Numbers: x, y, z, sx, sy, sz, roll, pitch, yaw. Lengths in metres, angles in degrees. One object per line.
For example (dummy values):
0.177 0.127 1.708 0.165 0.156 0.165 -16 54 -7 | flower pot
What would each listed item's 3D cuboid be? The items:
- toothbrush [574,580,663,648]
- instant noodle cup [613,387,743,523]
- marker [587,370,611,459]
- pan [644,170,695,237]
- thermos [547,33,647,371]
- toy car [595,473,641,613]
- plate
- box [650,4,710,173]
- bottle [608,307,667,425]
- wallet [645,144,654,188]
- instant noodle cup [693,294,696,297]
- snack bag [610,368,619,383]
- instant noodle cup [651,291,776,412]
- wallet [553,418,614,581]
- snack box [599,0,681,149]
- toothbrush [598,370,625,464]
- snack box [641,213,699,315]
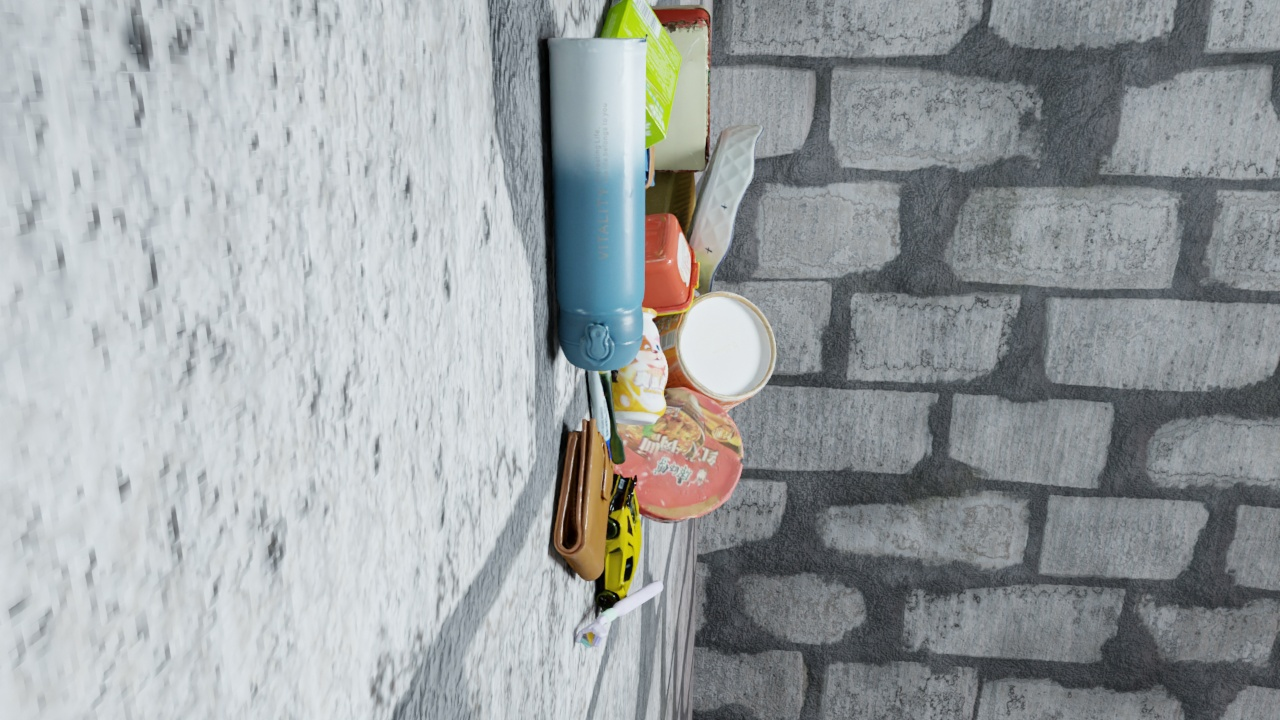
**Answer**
-0.012 0.233 0.860 0.189 0.029 0.021 0 76 -70 | toothbrush
0.034 0.113 0.979 0.109 0.138 0.137 99 -4 -69 | instant noodle cup
-0.037 0.034 0.803 0.016 0.017 0.146 -80 170 -50 | marker
0.031 -0.181 1.205 0.356 0.078 0.198 -44 140 -71 | pan
-0.027 -0.103 0.617 0.070 0.070 0.221 -70 161 -69 | thermos
-0.021 0.182 0.894 0.071 0.041 0.156 -71 164 -64 | toy car
0.088 -0.178 1.063 0.205 0.045 0.205 -168 -84 -88 | plate
0.035 -0.284 0.984 0.078 0.091 0.169 -86 174 -47 | box
-0.005 0.005 0.866 0.063 0.063 0.108 61 32 -78 | bottle
-0.007 -0.219 0.885 0.133 0.040 0.106 -51 139 -77 | wallet
0.039 0.021 1.189 0.164 0.079 0.189 -78 170 -60 | instant noodle cup
-0.028 -0.034 0.790 0.045 0.026 0.105 27 -58 58 | snack bag
0.073 -0.005 1.024 0.112 0.151 0.151 152 -55 -66 | instant noodle cup
-0.042 0.113 0.730 0.132 0.031 0.107 81 14 -68 | wallet
-0.001 -0.260 0.801 0.086 0.026 0.156 50 31 -32 | snack box
-0.031 -0.007 0.727 0.017 0.012 0.186 -113 -166 -78 | toothbrush
0.017 -0.102 0.960 0.080 0.082 0.091 69 21 -49 | snack box
